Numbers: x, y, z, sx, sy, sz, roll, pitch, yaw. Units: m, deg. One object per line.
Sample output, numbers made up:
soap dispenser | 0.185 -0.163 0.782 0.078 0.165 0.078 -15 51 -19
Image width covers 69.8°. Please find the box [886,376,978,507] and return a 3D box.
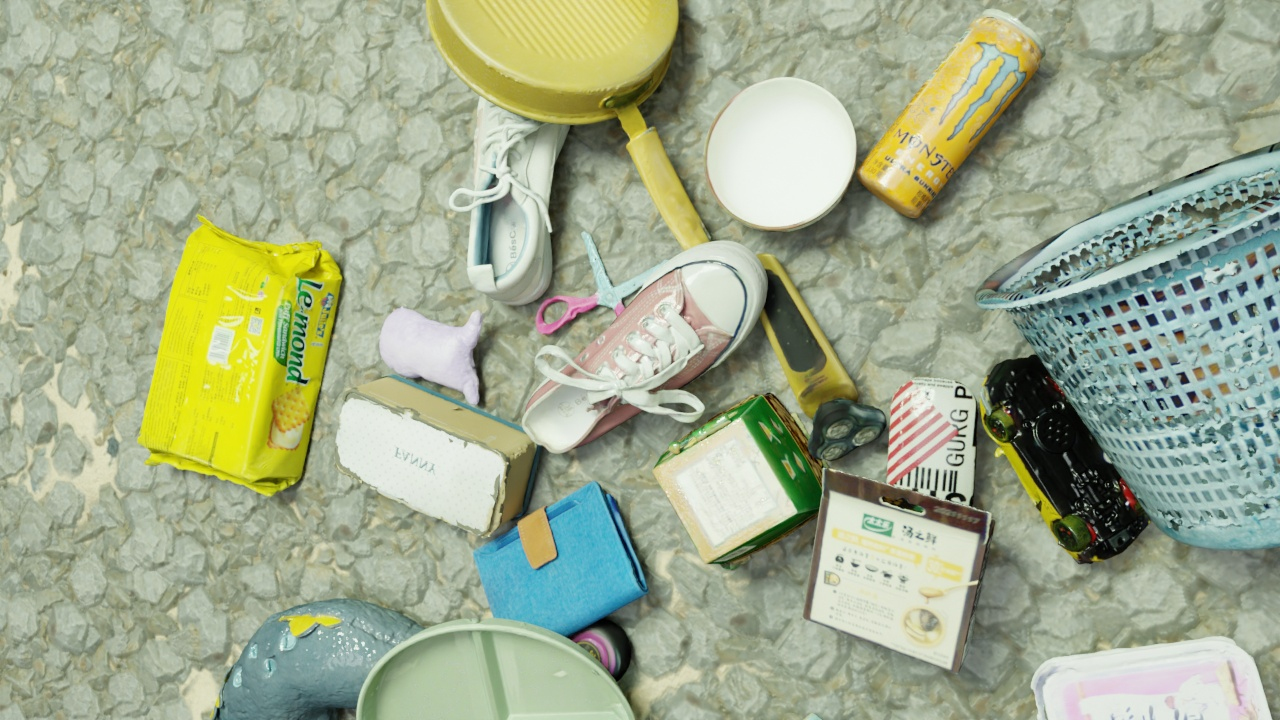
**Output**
box | 0.211 0.092 0.669 0.072 0.060 0.164 2 95 41

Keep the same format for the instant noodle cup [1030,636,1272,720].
instant noodle cup | 0.351 0.275 0.622 0.138 0.060 0.173 -15 84 17

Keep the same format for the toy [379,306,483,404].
toy | -0.186 -0.012 0.807 0.108 0.038 0.084 15 106 24

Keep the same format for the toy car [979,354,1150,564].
toy car | 0.295 0.067 0.646 0.071 0.041 0.156 -30 83 -13

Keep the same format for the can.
can | 0.224 -0.177 0.668 0.058 0.058 0.146 40 101 14

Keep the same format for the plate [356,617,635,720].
plate | -0.114 0.298 0.742 0.230 0.027 0.230 2 114 4

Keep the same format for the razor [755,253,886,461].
razor | 0.124 -0.007 0.699 0.062 0.067 0.167 -29 74 15

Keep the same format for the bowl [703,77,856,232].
bowl | 0.109 -0.152 0.703 0.113 0.062 0.113 0 90 17

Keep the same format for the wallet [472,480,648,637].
wallet | -0.068 0.173 0.756 0.133 0.040 0.106 -31 60 12

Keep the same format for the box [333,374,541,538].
box | -0.171 0.081 0.785 0.184 0.062 0.090 22 109 15

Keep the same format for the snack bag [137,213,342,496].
snack bag | -0.377 -0.003 0.856 0.158 0.068 0.246 14 93 17

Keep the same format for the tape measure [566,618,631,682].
tape measure | -0.037 0.242 0.758 0.058 0.039 0.057 30 95 22

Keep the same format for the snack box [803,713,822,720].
snack box | 0.083 0.350 0.699 0.175 0.074 0.051 -45 78 12

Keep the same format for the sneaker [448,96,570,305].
sneaker | -0.111 -0.169 0.760 0.089 0.090 0.242 5 90 17

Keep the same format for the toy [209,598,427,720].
toy | -0.272 0.278 0.808 0.357 0.091 0.138 -21 95 19

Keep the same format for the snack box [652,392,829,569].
snack box | 0.073 0.095 0.689 0.118 0.105 0.117 -33 80 15

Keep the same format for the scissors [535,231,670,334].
scissors | -0.029 -0.048 0.772 0.134 0.017 0.133 -25 78 16

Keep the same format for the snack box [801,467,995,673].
snack box | 0.179 0.139 0.639 0.113 0.053 0.126 14 108 27

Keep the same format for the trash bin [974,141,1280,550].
trash bin | 0.353 -0.002 0.559 0.227 0.226 0.195 -26 94 16

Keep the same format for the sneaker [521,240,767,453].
sneaker | -0.004 0.004 0.703 0.242 0.087 0.118 -37 102 24

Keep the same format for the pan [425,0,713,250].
pan | -0.024 -0.207 0.718 0.197 0.078 0.357 -32 80 -23
